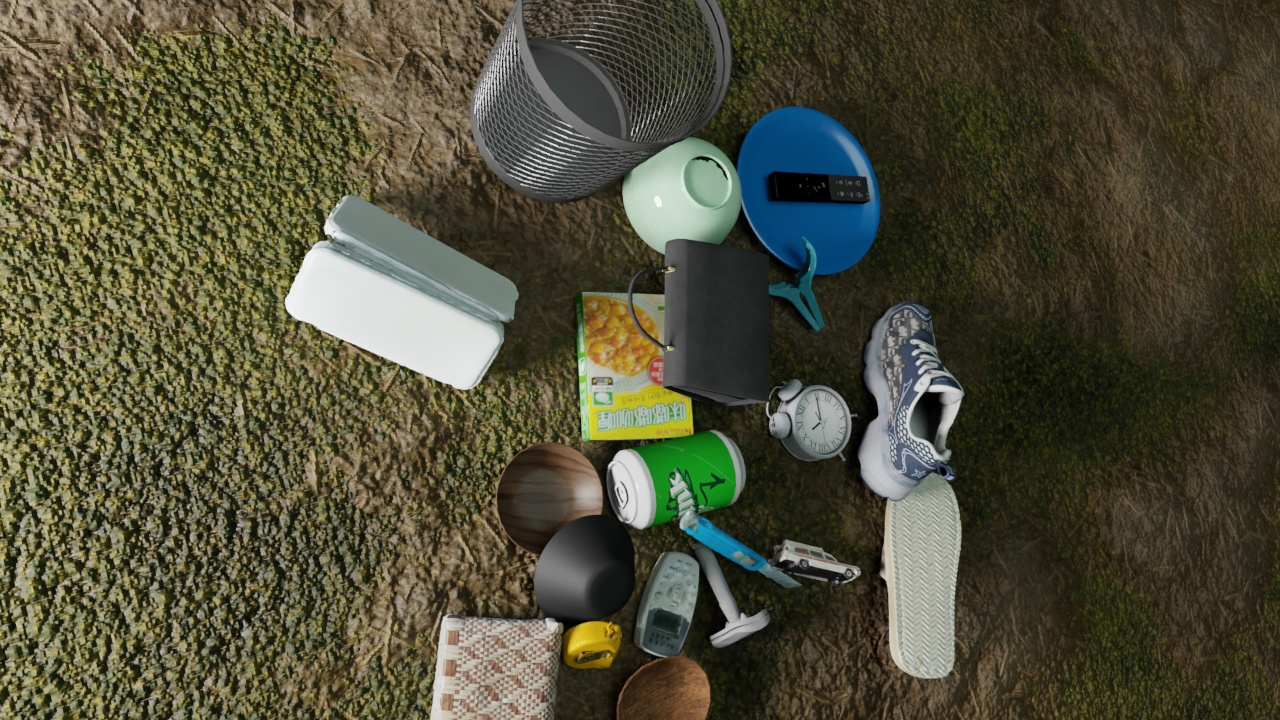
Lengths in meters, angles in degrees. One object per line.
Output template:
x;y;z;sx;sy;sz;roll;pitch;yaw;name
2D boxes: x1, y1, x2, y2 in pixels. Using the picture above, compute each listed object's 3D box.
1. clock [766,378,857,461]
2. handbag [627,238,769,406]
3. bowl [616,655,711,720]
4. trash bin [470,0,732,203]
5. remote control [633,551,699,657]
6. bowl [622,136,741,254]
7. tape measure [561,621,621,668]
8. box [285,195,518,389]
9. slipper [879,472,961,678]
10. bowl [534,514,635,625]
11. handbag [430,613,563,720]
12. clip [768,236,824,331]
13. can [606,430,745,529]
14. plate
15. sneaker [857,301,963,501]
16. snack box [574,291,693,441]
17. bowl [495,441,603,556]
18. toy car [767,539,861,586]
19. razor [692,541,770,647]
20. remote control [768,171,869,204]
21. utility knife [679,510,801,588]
0.207;0.072;1.136;0.122;0.035;0.094;27;71;-21;clock
0.057;-0.049;1.028;0.195;0.072;0.175;11;76;-44;handbag
0.021;0.370;0.999;0.114;0.026;0.102;-12;97;-24;bowl
-0.057;-0.289;0.961;0.217;0.228;0.217;5;79;-25;trash bin
0.031;0.270;1.022;0.060;0.028;0.114;26;72;-20;remote control
0.061;-0.201;1.089;0.150;0.077;0.150;4;81;-26;bowl
-0.053;0.298;0.956;0.058;0.068;0.030;1;45;-21;tape measure
-0.239;-0.063;0.943;0.210;0.105;0.129;30;29;-15;box
0.353;0.267;1.158;0.115;0.052;0.262;17;62;-12;slipper
-0.044;0.228;0.955;0.123;0.052;0.124;-9;107;-33;bowl
-0.145;0.349;0.915;0.124;0.047;0.185;8;78;-16;handbag
0.181;-0.094;1.147;0.120;0.033;0.122;-3;113;-8;clip
0.039;0.131;1.016;0.139;0.088;0.087;-10;86;-27;can
0.216;-0.219;1.195;0.224;0.024;0.224;5;79;-25;plate
0.355;0.037;1.152;0.103;0.133;0.268;21;64;-19;sneaker
-0.006;0.006;1.048;0.131;0.027;0.168;0;82;-26;snack box
-0.100;0.148;0.976;0.119;0.032;0.119;5;79;-25;bowl
0.210;0.244;1.110;0.113;0.039;0.039;16;53;-23;toy car
0.091;0.258;1.037;0.047;0.088;0.116;-16;69;-27;razor
0.232;-0.221;1.179;0.149;0.013;0.034;-3;83;-26;remote control
0.117;0.221;1.046;0.220;0.031;0.015;35;33;-36;utility knife
